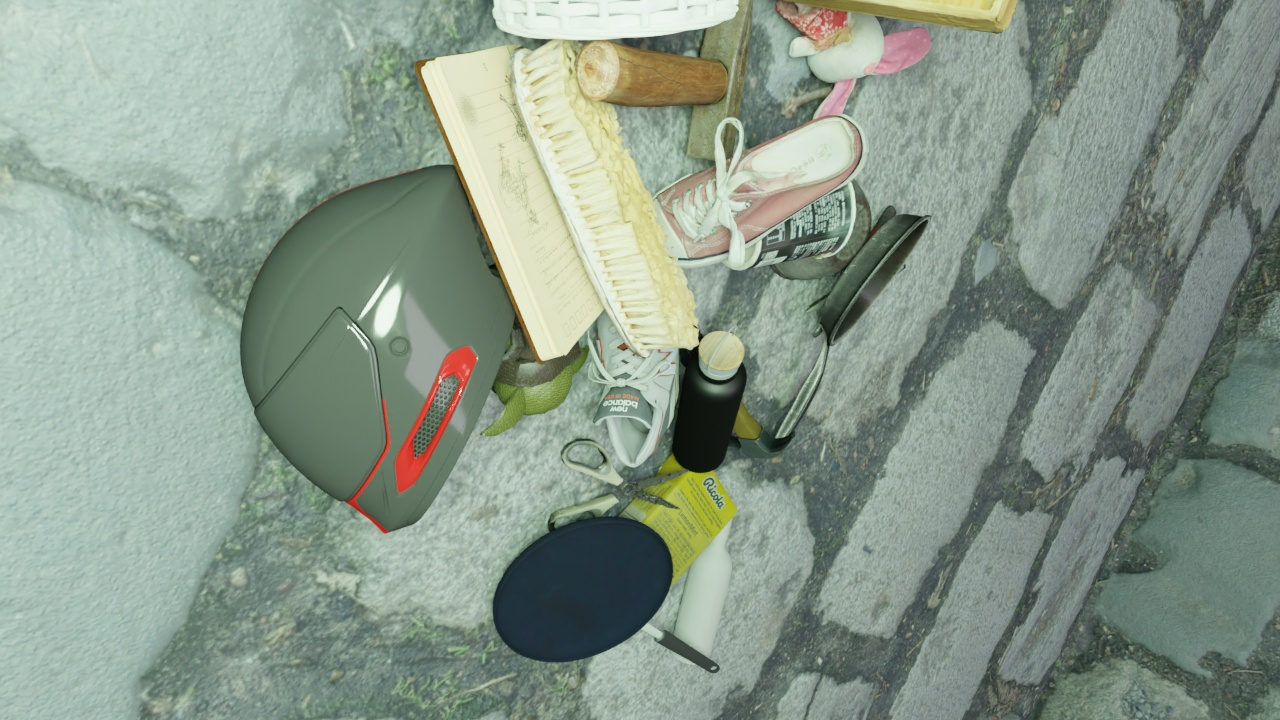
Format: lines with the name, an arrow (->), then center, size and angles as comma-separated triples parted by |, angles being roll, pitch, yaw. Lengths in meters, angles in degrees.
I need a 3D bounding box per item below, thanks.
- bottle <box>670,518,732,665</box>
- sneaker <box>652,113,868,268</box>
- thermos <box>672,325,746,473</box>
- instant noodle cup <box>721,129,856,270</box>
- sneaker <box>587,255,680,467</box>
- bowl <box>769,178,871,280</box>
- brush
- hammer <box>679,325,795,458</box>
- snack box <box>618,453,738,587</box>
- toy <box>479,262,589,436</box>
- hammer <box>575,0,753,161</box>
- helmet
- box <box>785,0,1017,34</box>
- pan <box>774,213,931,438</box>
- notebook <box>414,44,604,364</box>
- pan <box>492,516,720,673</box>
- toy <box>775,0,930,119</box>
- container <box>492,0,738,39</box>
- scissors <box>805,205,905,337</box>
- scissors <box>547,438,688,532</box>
bottle -> 0.083, 0.282, 1.149 | 0.052, 0.052, 0.195 | -2, 111, -43
sneaker -> 0.085, -0.146, 0.823 | 0.087, 0.242, 0.118 | -26, 91, -59
thermos -> 0.071, 0.039, 0.932 | 0.061, 0.061, 0.232 | -40, 158, -23
instant noodle cup -> 0.131, -0.156, 0.932 | 0.112, 0.137, 0.137 | -21, 123, -25
sneaker -> -0.005, 0.005, 0.860 | 0.124, 0.089, 0.240 | -75, 162, -44
bowl -> 0.215, -0.154, 1.053 | 0.144, 0.067, 0.145 | -20, 122, -36
brush -> -0.026, -0.122, 0.731 | 0.271, 0.057, 0.083 | 66, 25, -22
hammer -> 0.065, 0.004, 0.971 | 0.333, 0.118, 0.025 | 53, 53, -38
snack box -> 0.024, 0.198, 1.059 | 0.180, 0.045, 0.121 | -46, 132, -15
toy -> -0.098, -0.025, 0.807 | 0.178, 0.078, 0.153 | -43, 140, -54
hammer -> 0.027, -0.242, 0.766 | 0.300, 0.037, 0.158 | -32, 134, -62
helmet -> -0.193, -0.021, 0.659 | 0.170, 0.164, 0.265 | 26, 92, -19
box -> 0.210, -0.443, 0.756 | 0.263, 0.269, 0.279 | 16, 96, -21
pan -> 0.237, -0.029, 1.115 | 0.358, 0.055, 0.186 | -57, 164, 22
notebook -> -0.083, -0.129, 0.708 | 0.167, 0.024, 0.225 | -56, 128, -63
pan -> -0.013, 0.285, 1.023 | 0.199, 0.021, 0.356 | -43, 127, 7
toy -> 0.206, -0.334, 0.950 | 0.159, 0.084, 0.194 | -37, 139, 13
container -> -0.022, -0.341, 0.650 | 0.188, 0.189, 0.187 | -25, 126, -34
scissors -> 0.286, -0.112, 1.181 | 0.179, 0.015, 0.195 | 7, 105, -45
scissors -> -0.030, 0.136, 0.973 | 0.157, 0.012, 0.168 | -37, 120, -5
